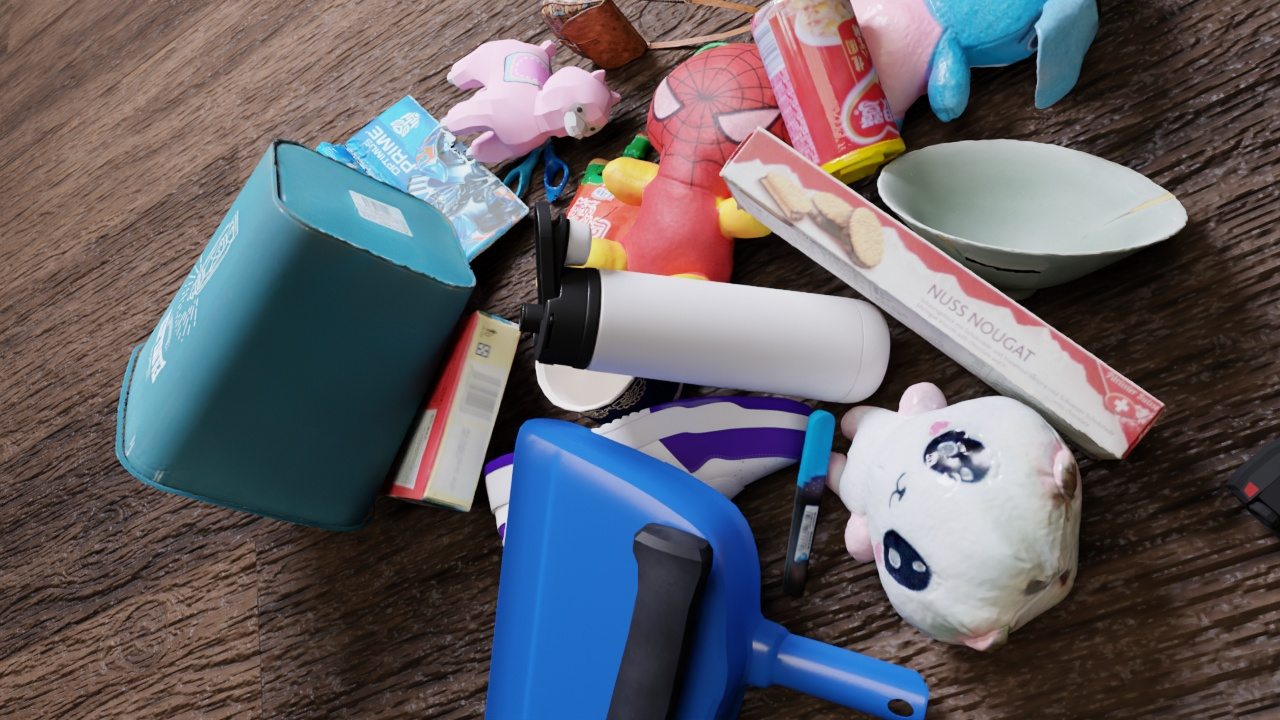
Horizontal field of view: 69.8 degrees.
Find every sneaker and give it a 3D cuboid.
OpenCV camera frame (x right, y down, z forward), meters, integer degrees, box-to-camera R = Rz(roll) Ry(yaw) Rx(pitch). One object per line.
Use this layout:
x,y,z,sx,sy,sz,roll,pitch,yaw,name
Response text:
0.006,0.099,0.623,0.245,0.091,0.111,-17,71,21,sneaker

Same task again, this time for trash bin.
-0.252,-0.024,0.701,0.219,0.199,0.196,-55,36,18,trash bin

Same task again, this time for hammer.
-0.015,0.243,0.536,0.139,0.035,0.313,15,103,18,hammer

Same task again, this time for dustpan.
0.038,0.177,0.554,0.258,0.059,0.246,12,101,23,dustpan

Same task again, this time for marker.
0.106,0.092,0.585,0.015,0.018,0.123,26,111,62,marker

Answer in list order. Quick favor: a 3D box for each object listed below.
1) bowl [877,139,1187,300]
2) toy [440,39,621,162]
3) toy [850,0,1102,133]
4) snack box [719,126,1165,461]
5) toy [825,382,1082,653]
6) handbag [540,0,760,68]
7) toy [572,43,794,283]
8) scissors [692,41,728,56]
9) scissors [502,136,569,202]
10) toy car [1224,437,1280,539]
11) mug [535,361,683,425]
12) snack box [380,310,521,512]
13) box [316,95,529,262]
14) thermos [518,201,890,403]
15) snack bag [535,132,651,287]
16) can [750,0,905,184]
0.232,-0.075,0.566,0.174,0.068,0.174,0,33,0,bowl
-0.095,-0.232,0.806,0.158,0.067,0.123,-11,59,21,toy
0.211,-0.249,0.641,0.192,0.099,0.223,-28,52,31,toy
0.169,-0.042,0.543,0.273,0.076,0.044,39,94,17,snack box
0.173,0.079,0.536,0.180,0.101,0.139,32,102,53,toy
0.012,-0.276,0.763,0.196,0.093,0.043,11,83,27,handbag
0.047,-0.132,0.679,0.147,0.098,0.216,28,88,22,toy
0.082,-0.216,0.742,0.132,0.012,0.108,30,89,35,scissors
-0.077,-0.198,0.828,0.083,0.016,0.134,8,71,36,scissors
0.348,0.083,0.465,0.042,0.036,0.091,-45,66,9,toy car
-0.004,0.004,0.660,0.112,0.089,0.085,-18,64,23,mug
-0.151,0.042,0.717,0.145,0.040,0.142,-12,61,63,snack box
-0.230,-0.142,0.855,0.175,0.060,0.243,-51,56,9,box
0.042,-0.033,0.576,0.068,0.229,0.101,-125,43,-72,thermos
-0.030,-0.121,0.759,0.087,0.044,0.155,18,75,42,snack bag
0.123,-0.182,0.609,0.067,0.066,0.124,-21,89,21,can
